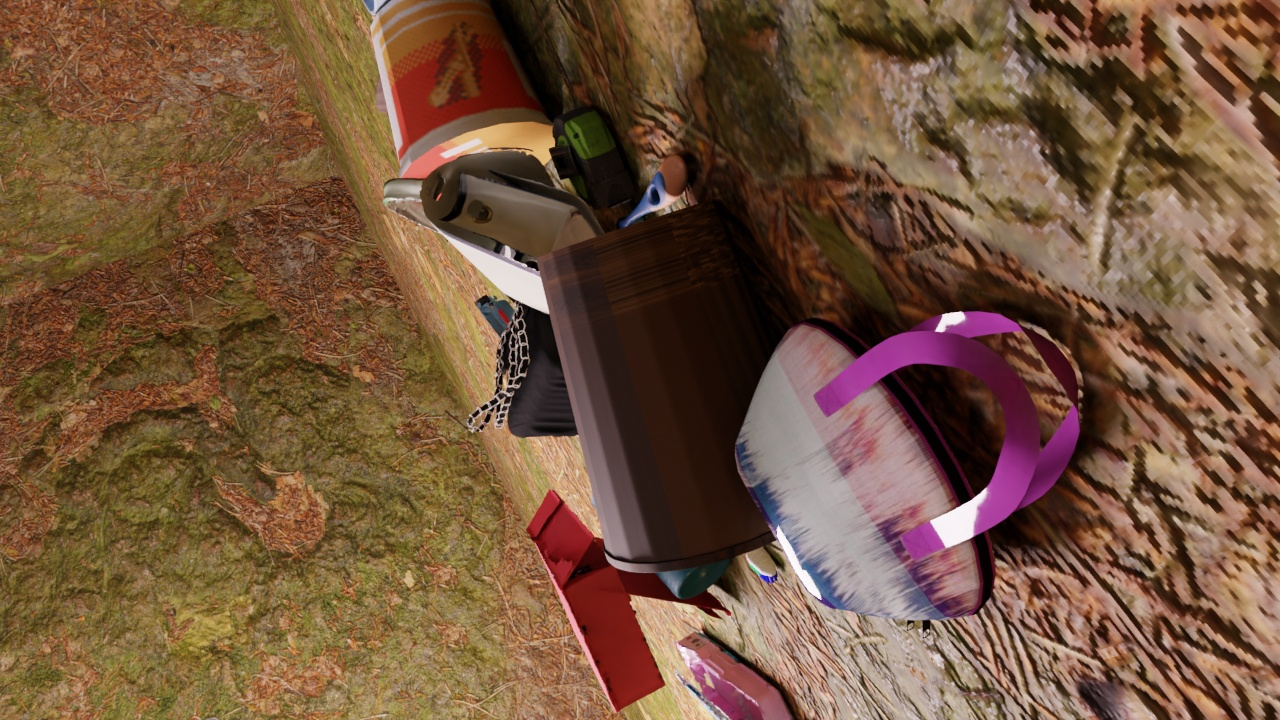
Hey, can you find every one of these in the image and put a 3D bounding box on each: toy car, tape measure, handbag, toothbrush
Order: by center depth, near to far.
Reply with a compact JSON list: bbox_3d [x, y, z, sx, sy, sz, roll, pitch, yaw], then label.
[{"bbox_3d":[0.108,0.037,0.368,0.144,0.068,0.170,61,158,14],"label":"handbag"},{"bbox_3d":[0.008,-0.098,0.555,0.021,0.017,0.135,60,163,-1],"label":"toothbrush"},{"bbox_3d":[-0.036,-0.131,0.603,0.065,0.035,0.059,67,165,-15],"label":"tape measure"},{"bbox_3d":[-0.103,-0.098,0.644,0.176,0.074,0.151,23,172,17],"label":"handbag"},{"bbox_3d":[0.057,0.117,0.743,0.186,0.015,0.016,45,161,52],"label":"toothbrush"},{"bbox_3d":[-0.091,-0.015,0.775,0.154,0.114,0.125,115,149,-57],"label":"handbag"},{"bbox_3d":[-0.137,-0.042,0.922,0.060,0.027,0.108,54,176,-5],"label":"toy car"}]

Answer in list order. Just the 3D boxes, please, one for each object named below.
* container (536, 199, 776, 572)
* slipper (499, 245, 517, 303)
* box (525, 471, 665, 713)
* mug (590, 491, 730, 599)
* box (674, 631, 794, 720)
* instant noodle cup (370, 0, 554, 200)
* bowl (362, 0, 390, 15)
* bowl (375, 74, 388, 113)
[{"bbox_3d":[0.018,0.009,0.499,0.132,0.132,0.167,-174,65,-73],"label":"container"},{"bbox_3d":[-0.117,-0.089,0.902,0.111,0.063,0.264,62,168,5],"label":"slipper"},{"bbox_3d":[-0.028,0.100,0.897,0.213,0.128,0.425,-166,84,-75],"label":"box"},{"bbox_3d":[0.021,0.145,0.808,0.121,0.078,0.078,47,159,34],"label":"mug"},{"bbox_3d":[0.087,0.348,0.930,0.084,0.063,0.231,65,165,-5],"label":"box"},{"bbox_3d":[-0.139,-0.203,0.691,0.123,0.123,0.121,135,116,-74],"label":"instant noodle cup"},{"bbox_3d":[-0.181,-0.336,0.664,0.151,0.074,0.150,161,90,-74],"label":"bowl"},{"bbox_3d":[-0.198,-0.274,0.830,0.032,0.119,0.119,24,166,-7],"label":"bowl"}]
